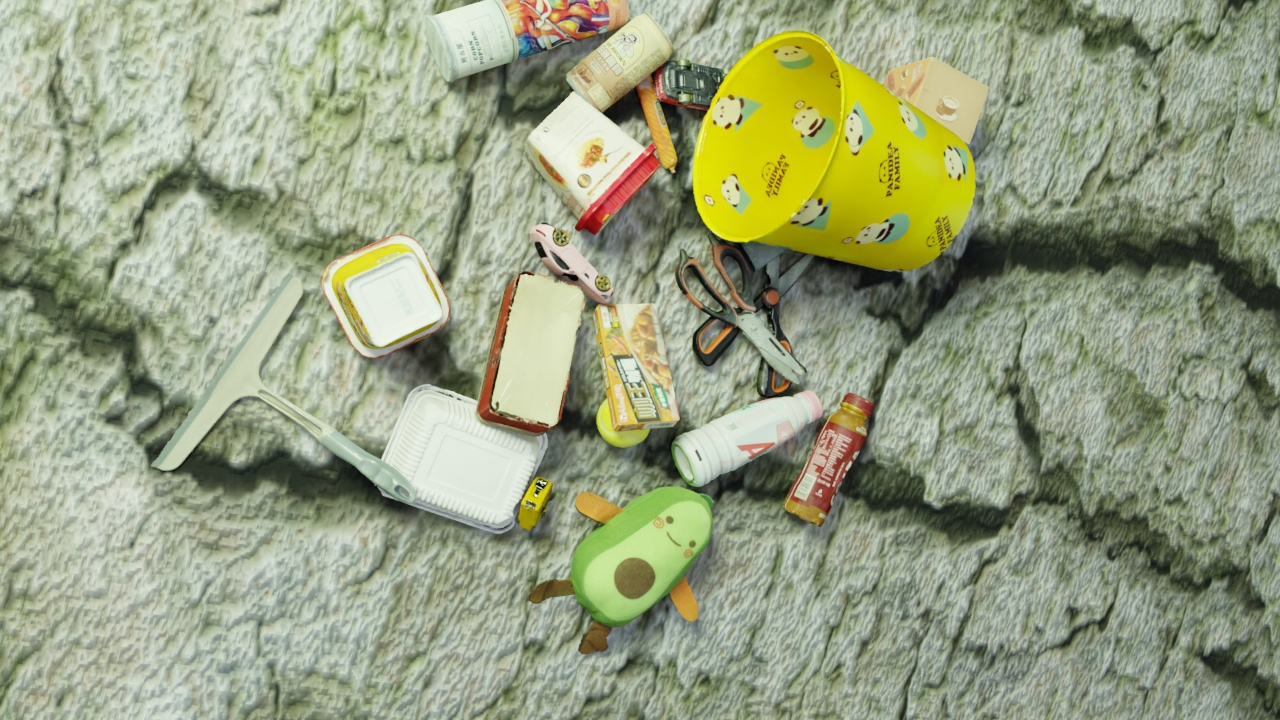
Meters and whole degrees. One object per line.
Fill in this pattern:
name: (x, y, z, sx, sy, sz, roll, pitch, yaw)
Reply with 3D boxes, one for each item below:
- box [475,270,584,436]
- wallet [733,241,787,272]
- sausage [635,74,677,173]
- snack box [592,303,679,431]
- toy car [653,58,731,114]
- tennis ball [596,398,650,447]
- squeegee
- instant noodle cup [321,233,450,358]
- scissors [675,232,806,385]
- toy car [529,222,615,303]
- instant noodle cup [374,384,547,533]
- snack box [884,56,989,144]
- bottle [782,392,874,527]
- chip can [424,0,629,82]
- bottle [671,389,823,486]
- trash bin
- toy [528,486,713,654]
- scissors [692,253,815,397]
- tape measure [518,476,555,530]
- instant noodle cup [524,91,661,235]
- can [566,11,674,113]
box: (-0.117, -0.008, 1.014, 0.091, 0.079, 0.168, 16, 72, -19)
wallet: (0.146, -0.184, 1.136, 0.097, 0.019, 0.121, -36, 100, -19)
sausage: (0.013, -0.301, 1.082, 0.021, 0.021, 0.165, -22, 103, -16)
snack box: (-0.006, 0.006, 1.070, 0.075, 0.026, 0.153, -3, 66, -18)
toy car: (0.068, -0.322, 1.084, 0.120, 0.045, 0.053, -1, 90, -34)
tennis ball: (-0.019, 0.071, 1.089, 0.065, 0.065, 0.065, -2, 96, -19)
squeegee: (-0.340, 0.078, 0.981, 0.246, 0.039, 0.246, 35, 88, -2)
instant noodle cup: (-0.262, -0.066, 0.960, 0.116, 0.124, 0.116, -27, 104, -15)
scissors: (0.136, -0.063, 1.130, 0.206, 0.015, 0.194, 7, 85, -20)
toy car: (-0.081, -0.109, 1.054, 0.122, 0.056, 0.037, 46, 77, -18)
instant noodle cup: (-0.197, 0.117, 1.038, 0.173, 0.060, 0.138, 24, 88, -21)
snack box: (0.364, -0.321, 1.161, 0.092, 0.094, 0.077, 19, 90, -20)
bottle: (0.247, 0.127, 1.190, 0.057, 0.057, 0.175, 29, 87, -19)
chip can: (-0.121, -0.370, 1.003, 0.214, 0.071, 0.071, -23, 103, -16)
bottle: (0.138, 0.090, 1.145, 0.196, 0.068, 0.068, -22, 103, -18)
trash bin: (0.229, -0.217, 1.050, 0.255, 0.230, 0.229, 12, 92, -34)
toy: (-0.008, 0.242, 1.100, 0.246, 0.090, 0.227, -43, 114, -7)
scissors: (0.157, -0.057, 1.161, 0.220, 0.022, 0.224, -27, 102, -19)
tape measure: (-0.119, 0.165, 1.068, 0.029, 0.060, 0.057, 23, 50, 3)
instant noodle cup: (-0.059, -0.221, 1.026, 0.124, 0.116, 0.116, 43, 81, -6)
can: (-0.023, -0.333, 1.032, 0.116, 0.058, 0.058, -37, 107, 6)
